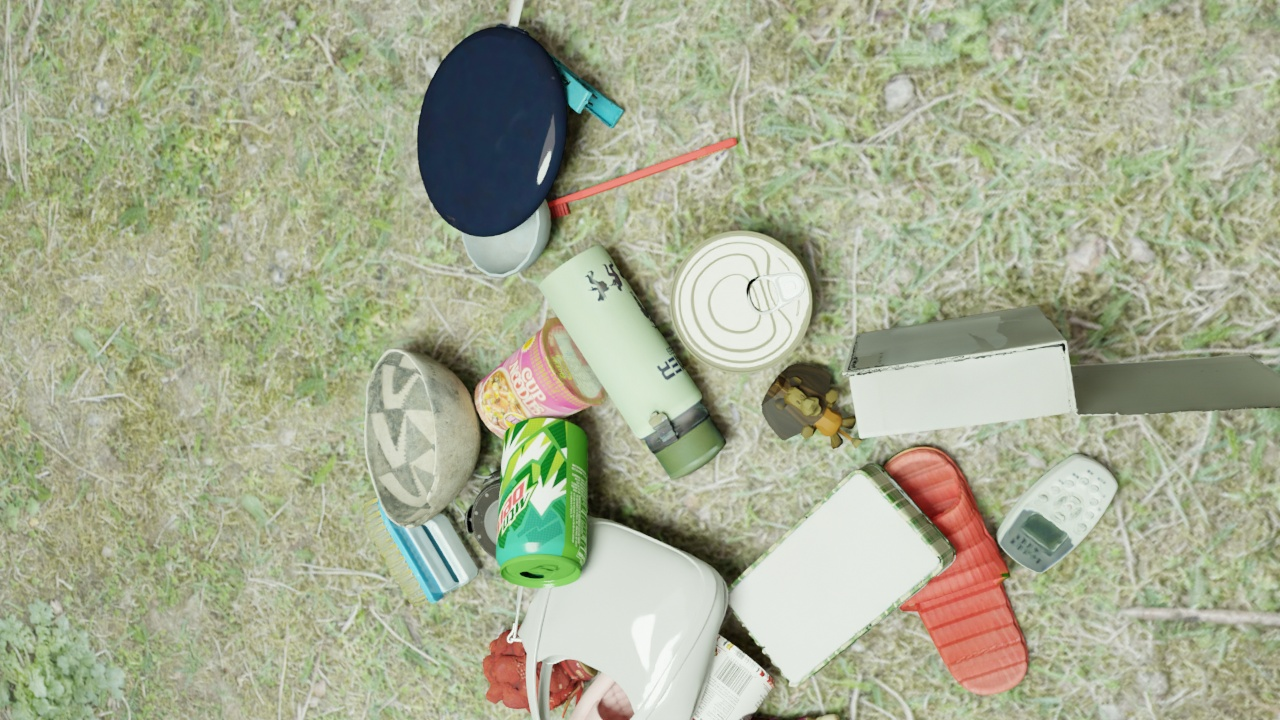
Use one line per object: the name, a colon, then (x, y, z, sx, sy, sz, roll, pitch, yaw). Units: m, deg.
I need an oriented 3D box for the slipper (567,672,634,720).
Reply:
slipper: (-0.011, 0.357, 0.928, 0.106, 0.056, 0.222, 24, 97, -34)

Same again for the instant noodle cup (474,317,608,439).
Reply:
instant noodle cup: (-0.103, 0.025, 0.910, 0.109, 0.097, 0.097, -31, 89, 25)

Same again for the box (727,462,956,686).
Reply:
box: (0.178, 0.199, 0.846, 0.117, 0.050, 0.206, 49, 118, 20)

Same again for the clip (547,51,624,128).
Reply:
clip: (-0.080, -0.268, 0.865, 0.119, 0.102, 0.027, 42, 105, 20)

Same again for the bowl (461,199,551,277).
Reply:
bowl: (-0.127, -0.135, 0.908, 0.106, 0.039, 0.106, 3, 95, 36)

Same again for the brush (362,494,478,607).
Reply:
brush: (-0.238, 0.191, 0.986, 0.075, 0.055, 0.136, -32, 88, 22)

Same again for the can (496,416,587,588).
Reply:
can: (-0.092, 0.133, 0.864, 0.083, 0.083, 0.143, -13, 55, 17)

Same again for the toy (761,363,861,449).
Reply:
toy: (0.163, 0.050, 0.854, 0.100, 0.062, 0.076, 35, 86, 3)

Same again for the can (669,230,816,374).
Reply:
can: (0.097, -0.056, 0.848, 0.128, 0.073, 0.128, 2, 99, 15)

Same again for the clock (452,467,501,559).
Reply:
clock: (-0.133, 0.162, 0.959, 0.123, 0.043, 0.091, 34, 104, 9)

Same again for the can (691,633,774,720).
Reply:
can: (0.062, 0.332, 0.884, 0.086, 0.087, 0.116, 38, 74, 7)

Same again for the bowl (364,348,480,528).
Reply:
bowl: (-0.214, 0.075, 0.938, 0.179, 0.081, 0.178, 4, 96, 50)

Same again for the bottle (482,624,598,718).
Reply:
bottle: (-0.104, 0.322, 0.956, 0.111, 0.099, 0.099, -26, 90, 7)

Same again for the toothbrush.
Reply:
toothbrush: (-0.006, -0.173, 0.892, 0.213, 0.012, 0.018, -16, 93, 17)

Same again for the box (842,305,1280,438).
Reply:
box: (0.357, 0.012, 0.738, 0.369, 0.165, 0.098, -2, 102, 18)

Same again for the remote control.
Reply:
remote control: (0.374, 0.136, 0.823, 0.060, 0.028, 0.114, 40, 106, 7)

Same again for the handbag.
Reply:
handbag: (-0.036, 0.270, 0.873, 0.216, 0.095, 0.222, 20, 76, 26)

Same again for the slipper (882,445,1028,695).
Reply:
slipper: (0.284, 0.201, 0.843, 0.104, 0.059, 0.249, -21, 93, 17)

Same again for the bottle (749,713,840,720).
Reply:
bottle: (0.119, 0.384, 0.914, 0.166, 0.059, 0.059, -18, 93, 16)

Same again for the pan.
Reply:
pan: (-0.127, -0.292, 0.863, 0.199, 0.021, 0.357, 27, 107, 34)

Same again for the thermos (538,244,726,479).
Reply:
thermos: (-0.005, 0.005, 0.881, 0.082, 0.082, 0.231, -33, 88, 17)
